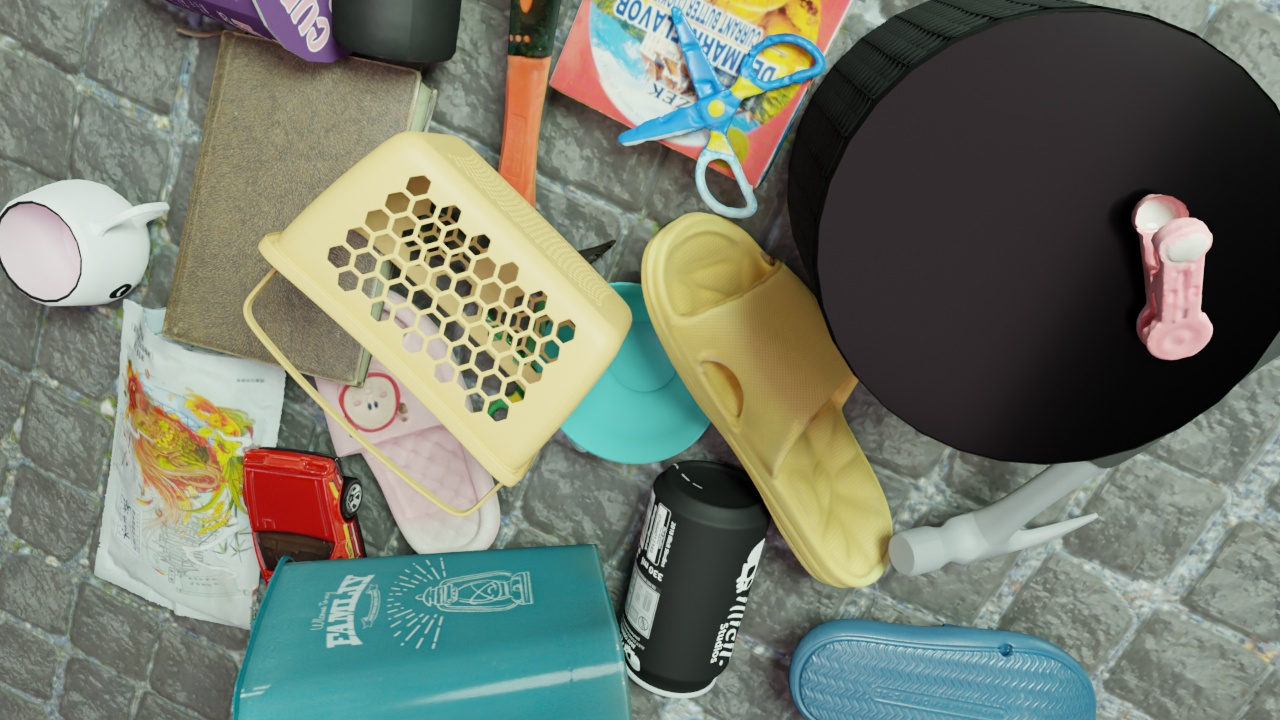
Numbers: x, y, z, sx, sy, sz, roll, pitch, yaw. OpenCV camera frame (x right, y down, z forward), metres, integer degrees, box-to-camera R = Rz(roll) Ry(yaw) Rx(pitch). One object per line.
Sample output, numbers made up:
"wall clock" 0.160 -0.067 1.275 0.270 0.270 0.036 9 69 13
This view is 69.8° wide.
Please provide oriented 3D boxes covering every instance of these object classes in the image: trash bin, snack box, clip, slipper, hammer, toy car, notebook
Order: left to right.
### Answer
"notebook" -0.248 -0.107 0.614 0.190 0.034 0.215 16 95 8
"toy car" -0.250 0.149 0.698 0.081 0.056 0.190 5 117 11
"slipper" -0.169 0.048 0.657 0.107 0.055 0.221 -21 100 17
"trash bin" -0.121 0.230 0.610 0.218 0.196 0.199 -8 111 -8
"hammer" -0.062 -0.190 0.524 0.133 0.033 0.334 21 125 14
"snack box" 0.039 -0.197 0.539 0.142 0.040 0.145 28 112 4
"slipper" 0.099 0.023 0.555 0.079 0.099 0.263 -14 109 46
"slipper" 0.204 0.219 0.619 0.213 0.059 0.104 13 100 -3
"trash bin" 0.171 -0.072 0.437 0.217 0.242 0.217 4 107 12
"hammer" 0.253 0.035 0.469 0.124 0.029 0.312 -7 149 -23
"clip" 0.176 -0.031 0.307 0.023 0.049 0.058 -10 146 18

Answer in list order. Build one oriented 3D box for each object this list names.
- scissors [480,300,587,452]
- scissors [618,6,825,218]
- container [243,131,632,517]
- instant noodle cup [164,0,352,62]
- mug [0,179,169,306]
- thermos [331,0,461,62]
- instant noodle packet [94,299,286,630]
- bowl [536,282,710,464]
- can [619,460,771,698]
"scissors" -0.070 0.016 0.646 0.117 0.012 0.130 16 111 7
"scissors" 0.047 -0.142 0.527 0.125 0.013 0.130 -13 102 17
"container" -0.118 -0.018 0.533 0.183 0.129 0.167 44 102 -6
"instant noodle cup" -0.239 -0.260 0.561 0.122 0.122 0.136 16 65 19
"mug" -0.388 -0.089 0.657 0.124 0.076 0.090 -18 101 18
"thermos" -0.131 -0.286 0.510 0.106 0.105 0.219 15 116 9
"instant noodle packet" -0.358 0.094 0.720 0.147 0.057 0.270 21 114 4
"bowl" -0.003 0.003 0.608 0.121 0.046 0.121 4 107 12
"can" 0.035 0.148 0.624 0.080 0.080 0.146 16 109 9
